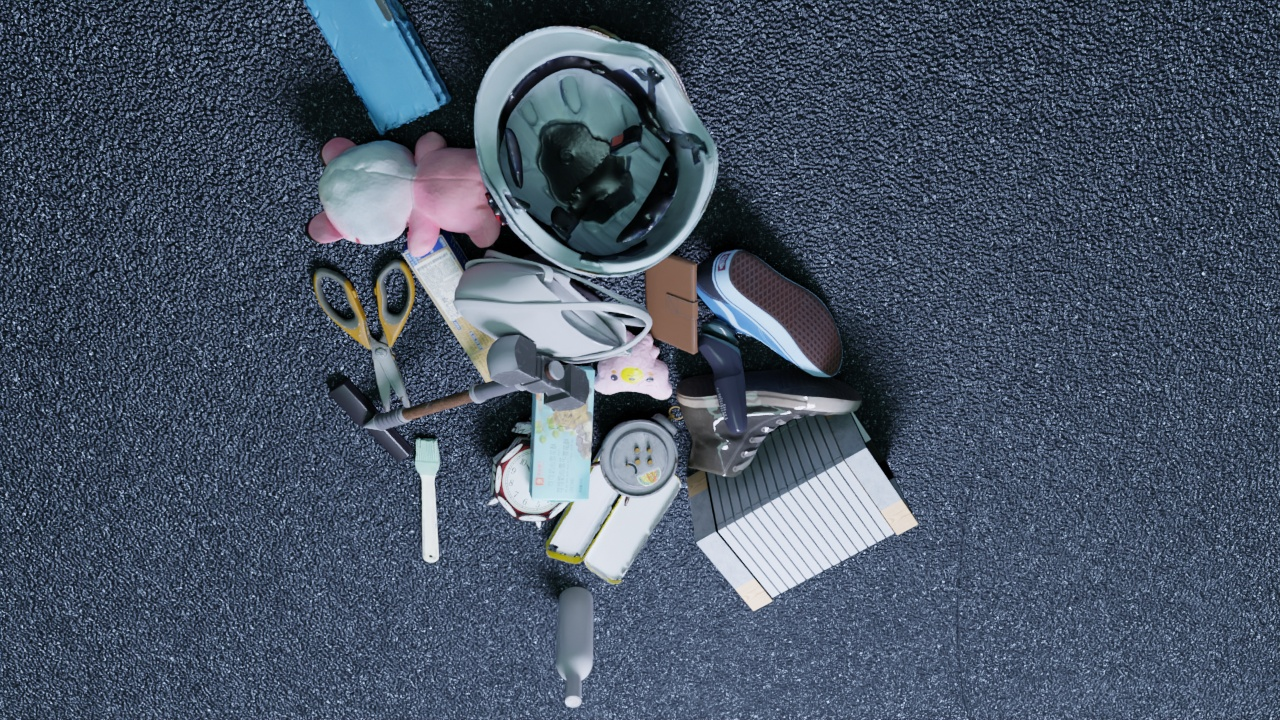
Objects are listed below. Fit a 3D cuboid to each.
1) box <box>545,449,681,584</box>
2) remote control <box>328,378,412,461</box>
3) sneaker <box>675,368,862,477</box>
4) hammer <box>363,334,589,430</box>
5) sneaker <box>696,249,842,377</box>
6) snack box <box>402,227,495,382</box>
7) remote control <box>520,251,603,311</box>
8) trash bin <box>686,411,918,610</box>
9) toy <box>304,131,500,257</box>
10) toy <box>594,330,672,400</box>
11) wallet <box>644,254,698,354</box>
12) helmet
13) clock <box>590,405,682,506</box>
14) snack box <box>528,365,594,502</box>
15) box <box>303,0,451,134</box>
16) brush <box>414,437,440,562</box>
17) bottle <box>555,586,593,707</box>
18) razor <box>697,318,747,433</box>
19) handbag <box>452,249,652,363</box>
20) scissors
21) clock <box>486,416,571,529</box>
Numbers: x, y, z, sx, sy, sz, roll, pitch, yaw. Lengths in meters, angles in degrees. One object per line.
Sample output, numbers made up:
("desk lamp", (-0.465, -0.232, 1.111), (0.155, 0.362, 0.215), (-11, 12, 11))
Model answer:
("box", (-0.040, 0.219, 1.297), (0.129, 0.038, 0.210), (27, 113, -7))
("remote control", (-0.358, 0.083, 1.221), (0.032, 0.015, 0.136), (-31, 115, 13))
("sneaker", (0.168, 0.082, 1.195), (0.235, 0.095, 0.120), (-6, 113, 0))
("hammer", (-0.229, 0.049, 1.131), (0.323, 0.043, 0.156), (-16, 152, 30))
("sneaker", (0.155, -0.058, 1.152), (0.241, 0.083, 0.098), (36, 156, -31))
("snack box", (-0.213, -0.067, 1.127), (0.056, 0.057, 0.207), (-25, 116, 6))
("remote control", (-0.101, -0.088, 1.145), (0.124, 0.009, 0.046), (37, 110, -19))
("trash bin", (0.208, 0.187, 1.229), (0.247, 0.142, 0.142), (-32, 115, 14))
("toy", (-0.261, -0.191, 1.025), (0.213, 0.084, 0.142), (2, 79, 0))
("toy", (-0.007, 0.007, 1.176), (0.102, 0.050, 0.093), (6, 117, 0))
("wallet", (0.037, -0.074, 1.127), (0.013, 0.087, 0.121), (-26, 126, -37))
("helmet", (-0.063, -0.217, 0.990), (0.264, 0.164, 0.236), (43, 81, -15))
("clock", (0.004, 0.117, 1.217), (0.104, 0.056, 0.148), (43, 86, -12))
("snack box", (-0.102, 0.092, 1.178), (0.075, 0.053, 0.174), (3, 92, -10))
("box", (-0.297, -0.361, 0.971), (0.093, 0.048, 0.232), (-21, 117, 10))
("brush", (-0.297, 0.200, 1.289), (0.033, 0.012, 0.218), (3, 119, -4))
("bottle", (-0.093, 0.407, 1.302), (0.052, 0.195, 0.052), (-1, 118, -2))
("razor", (0.104, 0.020, 1.128), (0.052, 0.047, 0.143), (-8, 83, -18))
("handbag", (-0.078, -0.056, 1.045), (0.223, 0.095, 0.215), (4, 159, 32))
("scissors", (-0.321, -0.030, 1.163), (0.162, 0.016, 0.226), (-18, 117, 8))
("clock", (-0.137, 0.140, 1.234), (0.114, 0.065, 0.154), (28, 84, -15))
